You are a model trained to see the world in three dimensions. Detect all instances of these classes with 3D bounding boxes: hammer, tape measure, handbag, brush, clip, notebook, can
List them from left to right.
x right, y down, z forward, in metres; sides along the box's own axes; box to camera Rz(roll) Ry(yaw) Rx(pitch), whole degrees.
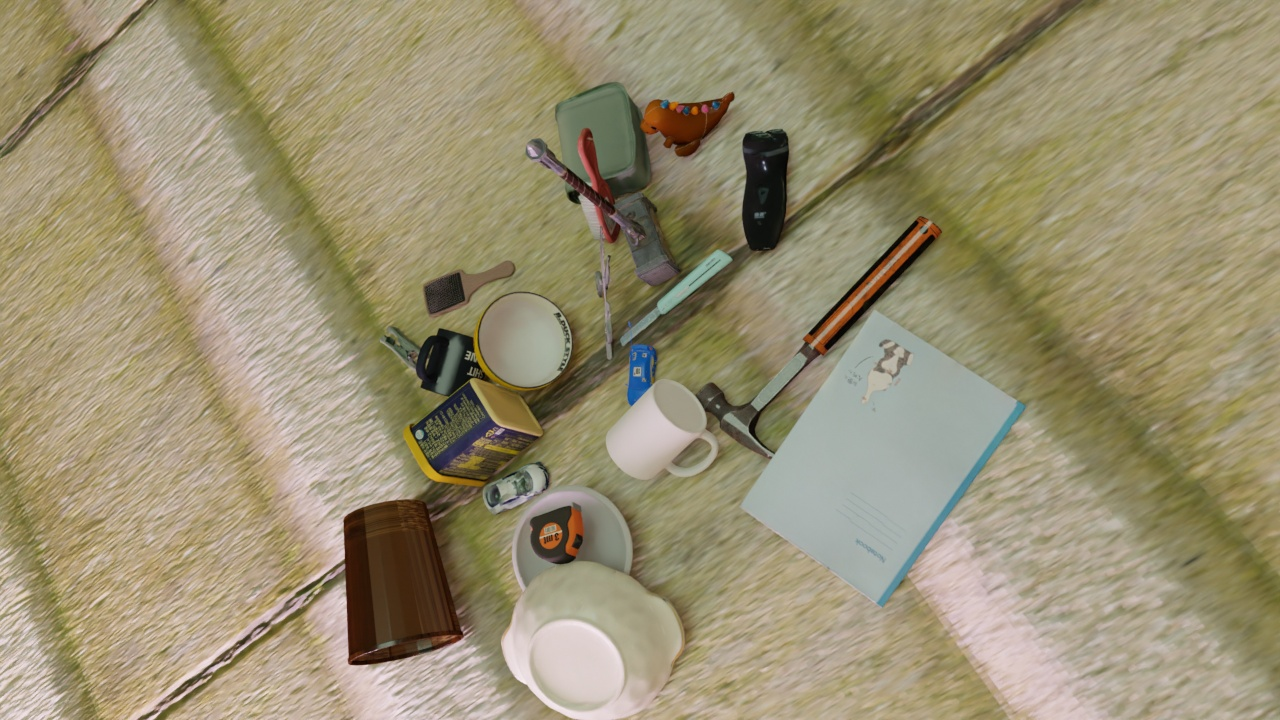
[{"bbox_3d":[-0.308,-0.015,1.201,0.076,0.023,0.042,36,97,25],"label":"clip"},{"bbox_3d":[-0.224,-0.100,1.186,0.136,0.015,0.049,-19,74,17],"label":"brush"},{"bbox_3d":[-0.192,0.085,1.078,0.104,0.135,0.075,-38,70,9],"label":"can"},{"bbox_3d":[-0.090,0.197,1.024,0.058,0.038,0.058,-22,61,16],"label":"tape measure"},{"bbox_3d":[-0.056,-0.200,1.057,0.030,0.172,0.040,9,59,18],"label":"brush"},{"bbox_3d":[-0.041,-0.164,0.958,0.044,0.321,0.098,-25,73,15],"label":"hammer"},{"bbox_3d":[-0.047,-0.263,1.116,0.106,0.067,0.121,-13,76,18],"label":"handbag"},{"bbox_3d":[0.212,-0.023,0.992,0.314,0.035,0.138,-47,69,7],"label":"hammer"},{"bbox_3d":[0.247,0.101,0.950,0.181,0.009,0.253,34,94,11],"label":"notebook"}]

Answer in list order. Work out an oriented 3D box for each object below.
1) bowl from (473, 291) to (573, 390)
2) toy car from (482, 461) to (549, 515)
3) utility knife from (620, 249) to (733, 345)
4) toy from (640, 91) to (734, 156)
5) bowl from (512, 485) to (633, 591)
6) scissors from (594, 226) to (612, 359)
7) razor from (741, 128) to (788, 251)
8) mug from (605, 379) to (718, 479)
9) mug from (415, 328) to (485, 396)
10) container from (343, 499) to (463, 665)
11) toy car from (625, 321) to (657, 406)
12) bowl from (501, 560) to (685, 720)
[{"bbox_3d":[-0.146,-0.018,1.103,0.117,0.068,0.117,5,78,-22],"label":"bowl"},{"bbox_3d":[-0.152,0.154,1.108,0.090,0.027,0.038,-28,70,15],"label":"toy car"},{"bbox_3d":[0.038,-0.073,1.080,0.166,0.015,0.022,-40,101,12],"label":"utility knife"},{"bbox_3d":[0.054,-0.289,1.064,0.103,0.090,0.070,-27,71,37],"label":"toy"},{"bbox_3d":[-0.072,0.220,1.056,0.150,0.043,0.149,-4,80,21],"label":"bowl"},{"bbox_3d":[-0.039,-0.075,1.057,0.014,0.141,0.158,-8,95,-8],"label":"scissors"},{"bbox_3d":[0.139,-0.194,1.033,0.053,0.063,0.140,-1,79,22],"label":"razor"},{"bbox_3d":[0.032,0.087,1.018,0.110,0.073,0.091,35,123,-12],"label":"mug"},{"bbox_3d":[-0.234,0.004,1.123,0.071,0.105,0.077,15,86,28],"label":"mug"},{"bbox_3d":[-0.292,0.262,1.096,0.132,0.132,0.167,-22,68,16],"label":"container"},{"bbox_3d":[-0.006,0.006,1.056,0.033,0.062,0.092,0,81,21],"label":"toy car"},{"bbox_3d":[-0.061,0.317,0.994,0.220,0.060,0.188,-17,97,17],"label":"bowl"}]
